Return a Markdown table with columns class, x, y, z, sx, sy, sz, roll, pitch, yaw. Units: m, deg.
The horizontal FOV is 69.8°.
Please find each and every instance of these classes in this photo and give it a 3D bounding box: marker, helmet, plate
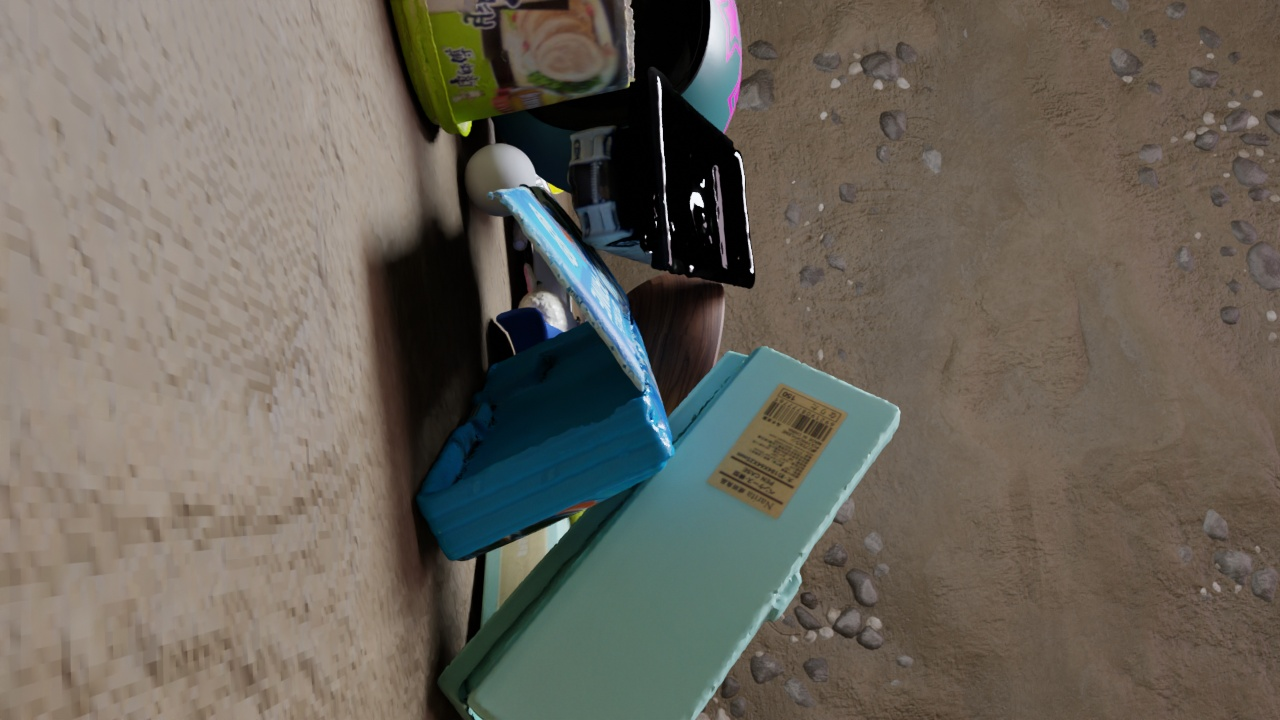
| class | x | y | z | sx | sy | sz | roll | pitch | yaw |
| --- | --- | --- | --- | --- | --- | --- | --- | --- | --- |
| marker | -0.104 | -0.128 | 0.806 | 0.132 | 0.014 | 0.014 | -99 | -177 | -59 |
| helmet | -0.034 | -0.242 | 0.607 | 0.200 | 0.176 | 0.275 | -52 | 126 | -86 |
| plate | -0.083 | -0.055 | 0.894 | 0.229 | 0.030 | 0.229 | 175 | -88 | -86 |

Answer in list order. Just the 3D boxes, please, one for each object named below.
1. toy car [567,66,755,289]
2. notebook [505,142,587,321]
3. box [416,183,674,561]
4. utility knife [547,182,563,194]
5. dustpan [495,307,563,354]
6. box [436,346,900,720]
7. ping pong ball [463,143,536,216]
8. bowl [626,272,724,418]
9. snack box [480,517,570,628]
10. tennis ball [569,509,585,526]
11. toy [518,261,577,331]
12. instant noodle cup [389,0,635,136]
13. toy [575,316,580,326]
| class | x | y | z | sx | sy | sz | roll | pitch | yaw |
| --- | --- | --- | --- | --- | --- | --- | --- | --- | --- |
| toy car | 0.009 | -0.083 | 0.499 | 0.191 | 0.071 | 0.094 | -10 | 92 | -73 |
| notebook | -0.057 | -0.086 | 0.794 | 0.178 | 0.013 | 0.245 | 45 | 21 | -86 |
| box | -0.053 | -0.018 | 0.422 | 0.243 | 0.094 | 0.115 | -105 | 169 | -79 |
| utility knife | -0.093 | -0.202 | 0.756 | 0.028 | 0.020 | 0.173 | 64 | -1 | 35 |
| dustpan | -0.058 | 0.075 | 0.696 | 0.257 | 0.059 | 0.245 | -45 | 130 | -79 |
| box | 0.024 | 0.083 | 0.348 | 0.187 | 0.093 | 0.077 | -45 | 134 | -29 |
| ping pong ball | -0.078 | -0.101 | 0.514 | 0.040 | 0.040 | 0.040 | 169 | -85 | -88 |
| bowl | -0.004 | 0.004 | 0.606 | 0.147 | 0.069 | 0.147 | -165 | -89 | -80 |
| snack box | -0.047 | 0.170 | 0.479 | 0.141 | 0.044 | 0.194 | -102 | -176 | -62 |
| tennis ball | -0.022 | 0.072 | 0.539 | 0.065 | 0.065 | 0.065 | 169 | -85 | -88 |
| toy | -0.071 | -0.024 | 0.737 | 0.087 | 0.050 | 0.112 | 92 | -27 | -77 |
| instant noodle cup | -0.055 | -0.180 | 0.414 | 0.146 | 0.098 | 0.146 | 169 | -85 | -88 |
| toy | -0.046 | 0.020 | 0.805 | 0.109 | 0.041 | 0.096 | -136 | -152 | -64 |
